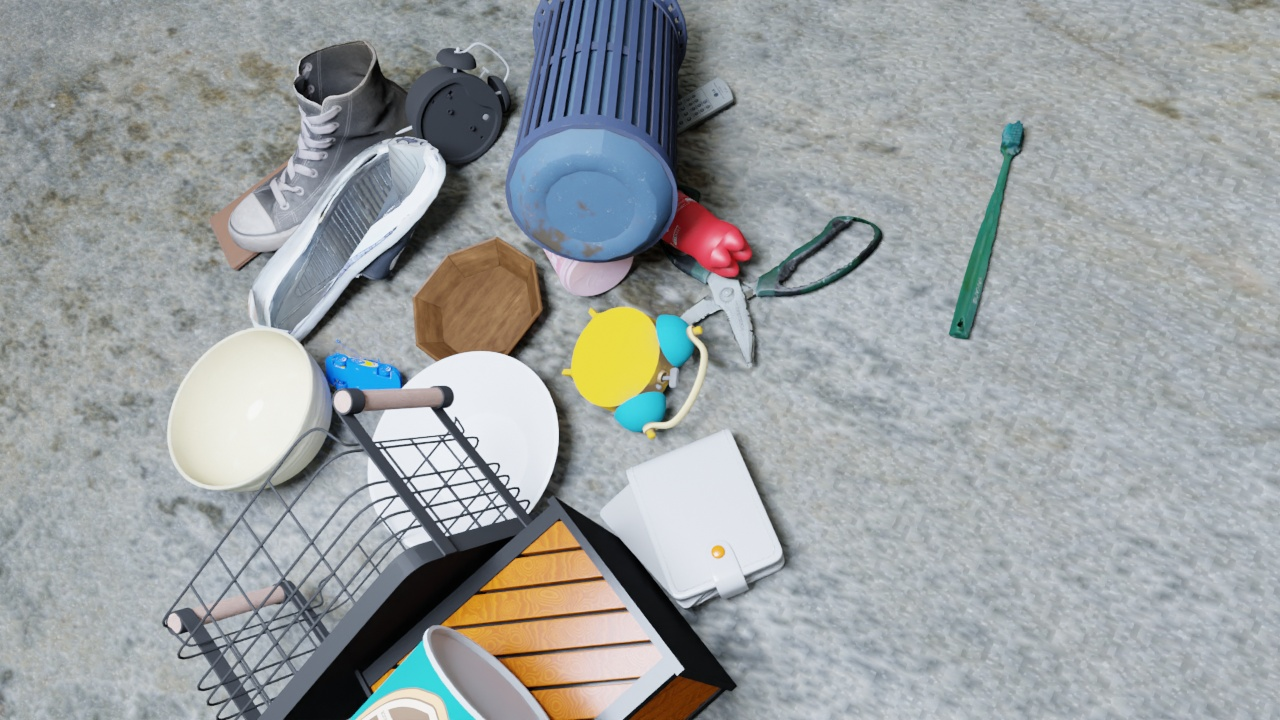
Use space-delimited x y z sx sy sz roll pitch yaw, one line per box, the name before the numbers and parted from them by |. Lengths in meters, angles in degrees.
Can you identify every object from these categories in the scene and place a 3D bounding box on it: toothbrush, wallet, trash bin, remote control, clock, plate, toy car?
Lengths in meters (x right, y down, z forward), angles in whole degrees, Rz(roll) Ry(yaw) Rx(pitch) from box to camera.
toothbrush | 0.269 -0.104 0.710 0.016 0.017 0.189 13 73 24
wallet | 0.034 0.123 0.682 0.115 0.037 0.118 -22 61 1
trash bin | -0.058 0.216 0.621 0.172 0.140 0.139 -42 61 -1
remote control | 0.023 -0.217 0.850 0.136 0.013 0.033 -29 62 6
clock | -0.176 -0.251 0.894 0.121 0.091 0.042 -50 50 9
wallet | -0.400 -0.160 0.979 0.121 0.013 0.087 -37 61 0
clock | -0.004 0.004 0.745 0.130 0.043 0.099 22 87 35
plate | -0.145 -0.047 0.831 0.131 0.025 0.131 -8 66 17
plate | -0.142 0.080 0.769 0.174 0.036 0.173 -8 66 17
toy car | -0.255 0.002 0.855 0.092 0.033 0.061 12 30 7
trash bin | -0.032 -0.201 0.750 0.139 0.139 0.248 -11 46 15

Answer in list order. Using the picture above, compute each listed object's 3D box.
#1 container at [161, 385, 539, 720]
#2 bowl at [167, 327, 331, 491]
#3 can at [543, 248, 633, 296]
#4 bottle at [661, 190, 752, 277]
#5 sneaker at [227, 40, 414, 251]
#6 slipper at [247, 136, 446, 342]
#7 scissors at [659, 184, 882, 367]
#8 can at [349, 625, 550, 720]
container | -0.202 0.146 0.650 0.130 0.162 0.242 47 108 18
bowl | -0.339 0.053 0.830 0.151 0.075 0.150 -8 65 16
can | -0.050 -0.104 0.798 0.067 0.067 0.076 -33 60 4
bottle | 0.033 -0.118 0.772 0.141 0.042 0.042 39 84 32
sneaker | -0.328 -0.209 0.907 0.234 0.120 0.095 -35 61 -1
slipper | -0.278 -0.111 0.889 0.264 0.063 0.111 -43 61 13
scissors | 0.096 -0.092 0.770 0.206 0.015 0.201 -21 62 9
can | -0.129 0.234 0.500 0.144 0.099 0.099 -47 61 -4
